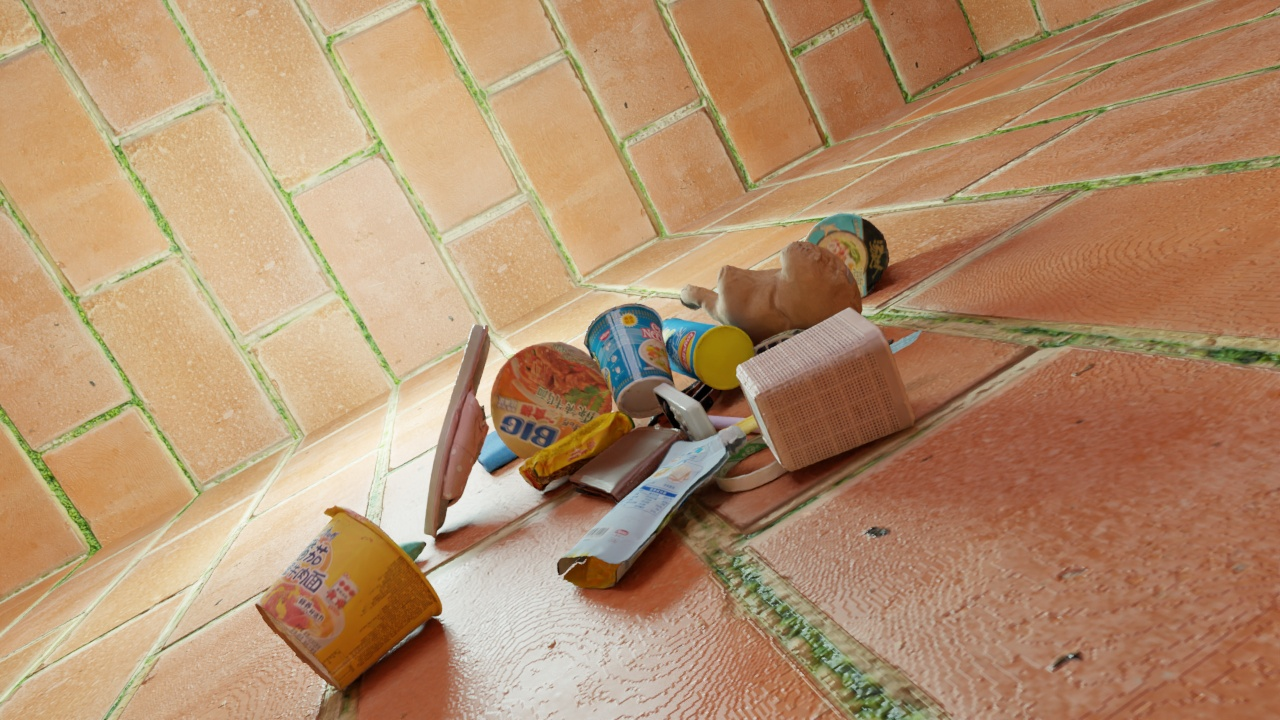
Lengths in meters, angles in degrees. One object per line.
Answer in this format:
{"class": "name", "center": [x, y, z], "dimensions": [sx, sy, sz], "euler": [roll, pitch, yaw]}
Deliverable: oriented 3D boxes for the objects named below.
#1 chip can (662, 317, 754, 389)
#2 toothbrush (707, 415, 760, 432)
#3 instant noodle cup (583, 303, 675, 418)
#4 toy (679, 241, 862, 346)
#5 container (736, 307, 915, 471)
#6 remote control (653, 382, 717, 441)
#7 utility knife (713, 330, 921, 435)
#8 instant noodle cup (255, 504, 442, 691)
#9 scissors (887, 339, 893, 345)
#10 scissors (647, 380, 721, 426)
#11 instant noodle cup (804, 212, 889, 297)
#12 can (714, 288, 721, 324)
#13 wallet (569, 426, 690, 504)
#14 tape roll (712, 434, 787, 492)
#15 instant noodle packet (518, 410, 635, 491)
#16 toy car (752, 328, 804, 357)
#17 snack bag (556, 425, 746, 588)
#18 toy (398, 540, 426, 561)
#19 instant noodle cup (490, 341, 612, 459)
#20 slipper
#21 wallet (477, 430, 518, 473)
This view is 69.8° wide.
{"class": "chip can", "center": [0.067, -0.012, 1.101], "dimensions": [0.071, 0.071, 0.210], "euler": [-30, 11, -10]}
{"class": "toothbrush", "center": [0.110, 0.060, 0.891], "dimensions": [0.029, 0.021, 0.189], "euler": [3, -4, -28]}
{"class": "instant noodle cup", "center": [-0.006, 0.006, 1.069], "dimensions": [0.099, 0.099, 0.109], "euler": [-26, 50, 7]}
{"class": "toy", "center": [0.143, -0.060, 1.051], "dimensions": [0.227, 0.143, 0.082], "euler": [-13, 30, 41]}
{"class": "container", "center": [0.147, 0.026, 0.750], "dimensions": [0.111, 0.090, 0.090], "euler": [-24, 19, 1]}
{"class": "remote control", "center": [0.046, 0.060, 0.947], "dimensions": [0.021, 0.058, 0.150], "euler": [-30, 11, -8]}
{"class": "utility knife", "center": [0.155, 0.030, 0.829], "dimensions": [0.220, 0.022, 0.030], "euler": [-25, 21, 17]}
{"class": "instant noodle cup", "center": [-0.265, 0.217, 0.821], "dimensions": [0.109, 0.138, 0.138], "euler": [-44, 18, -30]}
{"class": "scissors", "center": [0.171, 0.020, 0.925], "dimensions": [0.171, 0.019, 0.179], "euler": [-22, 10, 27]}
{"class": "scissors", "center": [0.076, 0.027, 1.129], "dimensions": [0.193, 0.015, 0.206], "euler": [-29, 11, -1]}
{"class": "instant noodle cup", "center": [0.271, -0.141, 1.205], "dimensions": [0.111, 0.111, 0.120], "euler": [-24, 5, 20]}
{"class": "can", "center": [0.137, -0.072, 1.309], "dimensions": [0.058, 0.058, 0.146], "euler": [-28, 11, -1]}
{"class": "wallet", "center": [-0.012, 0.108, 0.947], "dimensions": [0.101, 0.032, 0.125], "euler": [-35, 13, -21]}
{"class": "tape roll", "center": [0.105, 0.087, 0.806], "dimensions": [0.086, 0.014, 0.085], "euler": [-27, 11, 6]}
{"class": "instant noodle packet", "center": [-0.073, 0.103, 1.046], "dimensions": [0.128, 0.044, 0.111], "euler": [-30, -1, -19]}
{"class": "toy car", "center": [0.164, -0.015, 0.982], "dimensions": [0.091, 0.035, 0.042], "euler": [-21, 6, 27]}
{"class": "snack bag", "center": [0.013, 0.120, 0.791], "dimensions": [0.190, 0.039, 0.111], "euler": [-41, 3, -36]}
{"class": "toy", "center": [-0.288, 0.233, 1.046], "dimensions": [0.091, 0.030, 0.097], "euler": [-31, 3, -38]}
{"class": "instant noodle cup", "center": [-0.121, 0.056, 1.156], "dimensions": [0.151, 0.151, 0.111], "euler": [-32, 4, -17]}
{"class": "slipper", "center": [-0.216, 0.086, 1.137], "dimensions": [0.114, 0.054, 0.273], "euler": [124, 158, -69]}
{"class": "wallet", "center": [-0.174, 0.108, 1.308], "dimensions": [0.133, 0.040, 0.106], "euler": [-30, 16, -14]}
